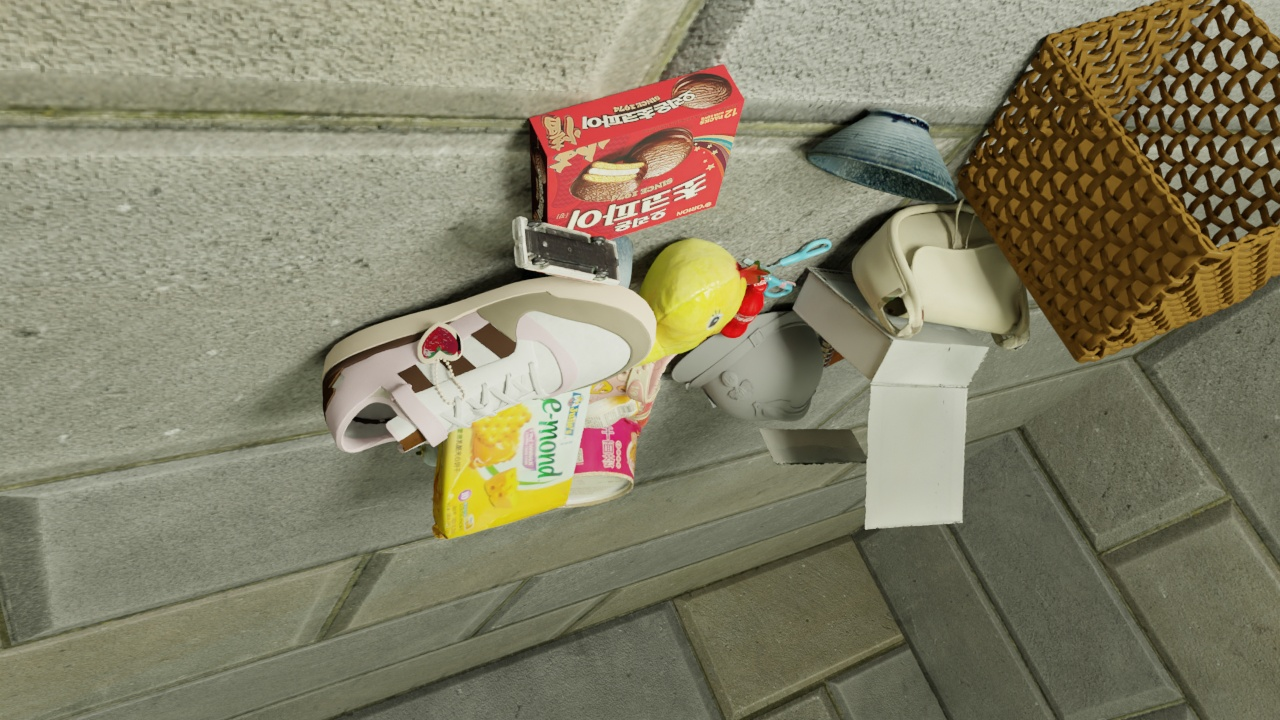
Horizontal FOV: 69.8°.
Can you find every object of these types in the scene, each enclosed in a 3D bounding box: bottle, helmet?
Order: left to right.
[{"bbox_3d":[-0.055,0.052,1.092,0.109,0.063,0.063,-22,159,-6],"label":"bottle"},{"bbox_3d":[-0.002,0.050,1.175,0.044,0.044,0.109,-18,157,-18],"label":"bottle"},{"bbox_3d":[0.117,-0.062,1.035,0.036,0.036,0.119,-18,164,-17],"label":"bottle"},{"bbox_3d":[0.167,0.028,1.199,0.184,0.117,0.270,-39,159,33],"label":"helmet"}]

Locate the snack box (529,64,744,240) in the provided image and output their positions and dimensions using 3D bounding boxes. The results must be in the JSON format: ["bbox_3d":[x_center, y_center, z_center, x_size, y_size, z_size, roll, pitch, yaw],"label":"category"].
[{"bbox_3d":[-0.007,-0.150,0.710,0.152,0.035,0.133,-19,158,-14],"label":"snack box"}]

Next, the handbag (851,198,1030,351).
[{"bbox_3d":[0.353,-0.107,1.027,0.228,0.183,0.132,4,143,-29],"label":"handbag"}]

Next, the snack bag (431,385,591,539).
[{"bbox_3d":[-0.141,0.078,0.961,0.159,0.068,0.248,-13,131,-35],"label":"snack bag"}]

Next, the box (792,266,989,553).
[{"bbox_3d":[0.292,0.051,1.065,0.167,0.330,0.165,3,173,-33],"label":"box"}]

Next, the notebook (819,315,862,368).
[{"bbox_3d":[0.326,-0.069,1.269,0.167,0.024,0.226,-26,159,-8],"label":"notebook"}]

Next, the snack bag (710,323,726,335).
[{"bbox_3d":[0.087,-0.052,1.036,0.020,0.026,0.099,-5,166,-13],"label":"snack bag"}]

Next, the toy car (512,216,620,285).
[{"bbox_3d":[-0.061,-0.081,0.713,0.039,0.039,0.113,-14,168,37],"label":"toy car"}]

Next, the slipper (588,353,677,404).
[{"bbox_3d":[-0.006,0.006,1.017,0.197,0.081,0.093,-27,158,0],"label":"slipper"}]

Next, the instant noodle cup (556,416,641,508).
[{"bbox_3d":[-0.081,0.136,1.183,0.178,0.077,0.179,-8,156,-4],"label":"instant noodle cup"}]

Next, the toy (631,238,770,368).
[{"bbox_3d":[0.022,-0.045,0.883,0.207,0.092,0.134,-39,171,-2],"label":"toy"}]

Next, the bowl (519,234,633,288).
[{"bbox_3d":[-0.050,-0.068,0.829,0.110,0.055,0.110,-21,158,-9],"label":"bowl"}]

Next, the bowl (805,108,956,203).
[{"bbox_3d":[0.221,-0.188,0.814,0.137,0.137,0.057,8,101,-55],"label":"bowl"}]

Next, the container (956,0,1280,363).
[{"bbox_3d":[0.502,-0.176,0.904,0.219,0.251,0.214,-20,158,-14],"label":"container"}]

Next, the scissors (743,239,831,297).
[{"bbox_3d":[0.161,-0.105,1.032,0.130,0.015,0.135,-33,160,23],"label":"scissors"}]

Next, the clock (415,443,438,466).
[{"bbox_3d":[-0.199,0.091,1.037,0.083,0.057,0.117,-38,148,30],"label":"clock"}]

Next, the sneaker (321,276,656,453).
[{"bbox_3d":[-0.127,0.015,0.765,0.294,0.116,0.112,-10,133,1],"label":"sneaker"}]
